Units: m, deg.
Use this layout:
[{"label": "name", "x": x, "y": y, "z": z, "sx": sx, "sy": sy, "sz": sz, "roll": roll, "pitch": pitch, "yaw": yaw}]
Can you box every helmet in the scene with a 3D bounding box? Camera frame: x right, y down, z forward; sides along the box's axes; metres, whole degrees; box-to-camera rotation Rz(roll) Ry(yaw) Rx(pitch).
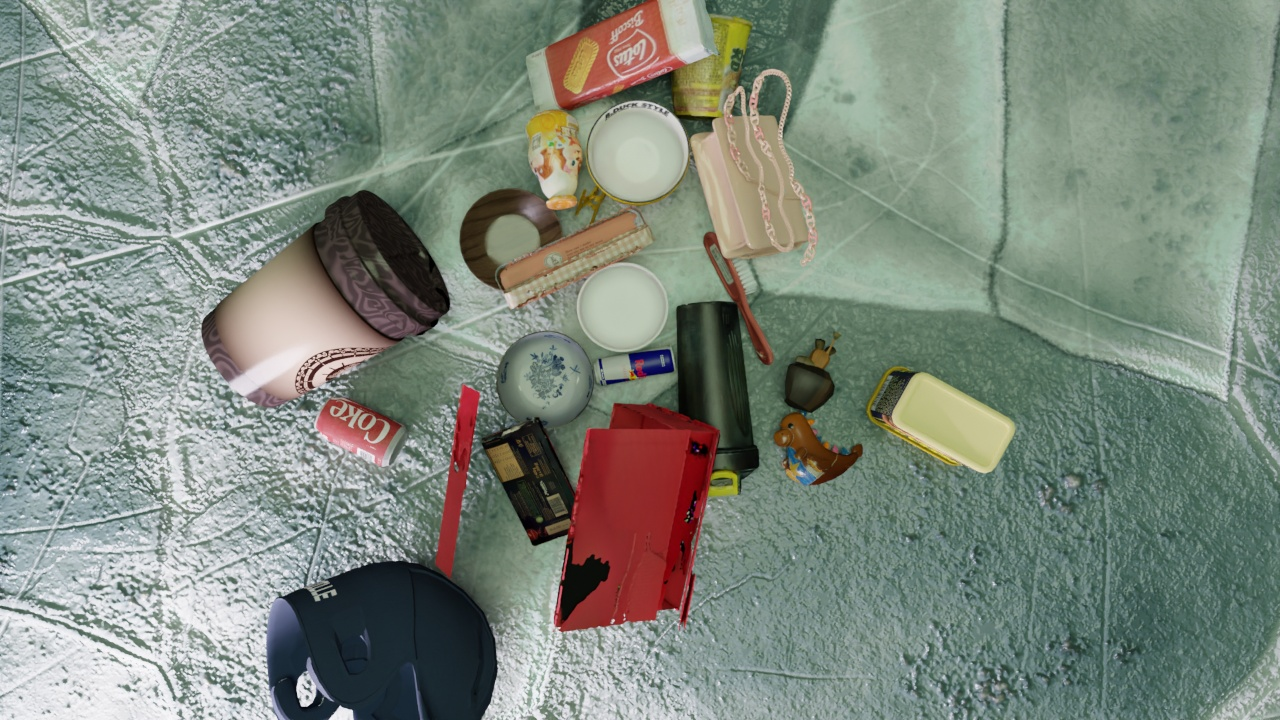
[{"label": "helmet", "x": -0.261, "y": 0.352, "z": 0.996, "sx": 0.222, "sy": 0.233, "sz": 0.272, "roll": -4, "pitch": 67, "yaw": -36}]

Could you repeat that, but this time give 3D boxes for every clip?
[{"label": "clip", "x": -0.053, "y": -0.183, "z": 1.075, "sx": 0.048, "sy": 0.054, "sz": 0.045, "roll": -19, "pitch": 70, "yaw": -23}]

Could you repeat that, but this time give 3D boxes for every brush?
[{"label": "brush", "x": 0.124, "y": -0.077, "z": 1.079, "sx": 0.030, "sy": 0.041, "sz": 0.172, "roll": -26, "pitch": 91, "yaw": -17}]

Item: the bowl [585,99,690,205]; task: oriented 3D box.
[{"label": "bowl", "x": -0.003, "y": -0.235, "z": 1.059, "sx": 0.117, "sy": 0.067, "sz": 0.117, "roll": 0, "pitch": 92, "yaw": 0}]

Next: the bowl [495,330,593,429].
[{"label": "bowl", "x": -0.110, "y": 0.023, "z": 1.077, "sx": 0.114, "sy": 0.045, "sz": 0.114, "roll": 0, "pitch": 91, "yaw": 0}]

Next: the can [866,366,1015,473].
[{"label": "can", "x": 0.340, "y": 0.067, "z": 1.046, "sx": 0.135, "sy": 0.104, "sz": 0.075, "roll": 29, "pitch": 91, "yaw": 0}]

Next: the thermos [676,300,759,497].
[{"label": "thermos", "x": 0.084, "y": 0.044, "z": 1.054, "sx": 0.098, "sy": 0.098, "sz": 0.220, "roll": -3, "pitch": 88, "yaw": 0}]

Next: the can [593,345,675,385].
[{"label": "can", "x": -0.006, "y": 0.006, "z": 1.082, "sx": 0.095, "sy": 0.032, "sz": 0.032, "roll": -11, "pitch": 91, "yaw": 1}]

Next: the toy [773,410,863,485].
[{"label": "toy", "x": 0.211, "y": 0.098, "z": 1.084, "sx": 0.102, "sy": 0.071, "sz": 0.090, "roll": -20, "pitch": 78, "yaw": -22}]

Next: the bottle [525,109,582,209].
[{"label": "bottle", "x": -0.097, "y": -0.230, "z": 1.056, "sx": 0.063, "sy": 0.063, "sz": 0.109, "roll": -7, "pitch": 83, "yaw": 0}]

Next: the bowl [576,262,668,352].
[{"label": "bowl", "x": -0.021, "y": -0.062, "z": 1.071, "sx": 0.105, "sy": 0.054, "sz": 0.105, "roll": 0, "pitch": 93, "yaw": -2}]

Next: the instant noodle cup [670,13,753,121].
[{"label": "instant noodle cup", "x": 0.075, "y": -0.332, "z": 1.047, "sx": 0.102, "sy": 0.102, "sz": 0.108, "roll": 3, "pitch": 100, "yaw": 0}]

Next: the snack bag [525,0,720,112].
[{"label": "snack bag", "x": -0.026, "y": -0.341, "z": 1.023, "sx": 0.226, "sy": 0.041, "sz": 0.077, "roll": -13, "pitch": 90, "yaw": 31}]

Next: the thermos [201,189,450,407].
[{"label": "thermos", "x": -0.352, "y": -0.060, "z": 1.021, "sx": 0.226, "sy": 0.172, "sz": 0.172, "roll": -32, "pitch": 91, "yaw": 8}]

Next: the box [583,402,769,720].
[{"label": "box", "x": 0.037, "y": 0.181, "z": 0.901, "sx": 0.107, "sy": 0.410, "sz": 0.211, "roll": 9, "pitch": 97, "yaw": -14}]

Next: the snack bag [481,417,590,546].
[{"label": "snack bag", "x": -0.122, "y": 0.144, "z": 1.070, "sx": 0.075, "sy": 0.018, "sz": 0.155, "roll": -20, "pitch": 109, "yaw": 7}]

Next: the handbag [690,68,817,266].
[{"label": "handbag", "x": 0.162, "y": -0.197, "z": 1.000, "sx": 0.116, "sy": 0.188, "sz": 0.198, "roll": -14, "pitch": 87, "yaw": -32}]

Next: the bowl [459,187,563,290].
[{"label": "bowl", "x": -0.151, "y": -0.140, "z": 1.077, "sx": 0.119, "sy": 0.032, "sz": 0.119, "roll": 0, "pitch": 92, "yaw": -6}]

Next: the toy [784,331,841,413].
[{"label": "toy", "x": 0.203, "y": 0.011, "z": 1.072, "sx": 0.076, "sy": 0.063, "sz": 0.100, "roll": 30, "pitch": 85, "yaw": -38}]

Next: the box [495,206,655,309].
[{"label": "box", "x": -0.074, "y": -0.118, "z": 1.040, "sx": 0.187, "sy": 0.054, "sz": 0.078, "roll": -26, "pitch": 59, "yaw": -5}]

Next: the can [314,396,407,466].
[{"label": "can", "x": -0.327, "y": 0.082, "z": 1.075, "sx": 0.096, "sy": 0.054, "sz": 0.054, "roll": 26, "pitch": 91, "yaw": 0}]
